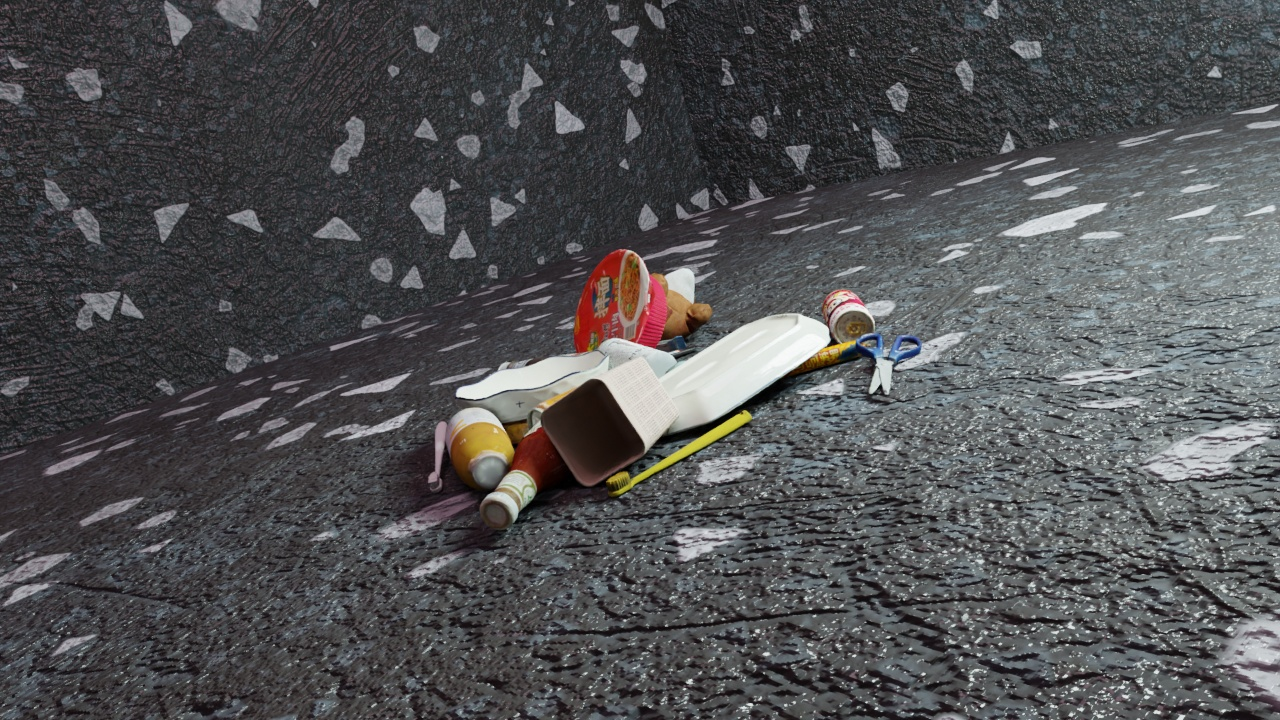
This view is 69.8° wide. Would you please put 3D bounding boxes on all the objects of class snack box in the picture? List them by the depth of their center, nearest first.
[{"bbox_3d":[-0.173,0.085,1.171,0.156,0.027,0.076,-9,13,30],"label":"snack box"}]

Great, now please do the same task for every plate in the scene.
[{"bbox_3d":[0.100,0.008,1.058,0.265,0.034,0.162,-31,15,-25],"label":"plate"},{"bbox_3d":[-0.136,0.035,1.180,0.205,0.045,0.204,-14,9,2],"label":"plate"}]

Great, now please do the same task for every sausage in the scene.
[{"bbox_3d":[0.191,0.003,1.085,0.165,0.021,0.021,-16,12,2],"label":"sausage"}]

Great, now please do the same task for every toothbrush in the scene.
[{"bbox_3d":[0.041,0.088,0.909,0.189,0.016,0.016,-25,16,-35],"label":"toothbrush"},{"bbox_3d":[-0.243,0.110,1.103,0.016,0.016,0.180,-17,22,-3],"label":"toothbrush"}]

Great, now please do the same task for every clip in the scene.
[{"bbox_3d":[0.038,-0.020,1.379,0.058,0.027,0.045,-5,24,41],"label":"clip"}]

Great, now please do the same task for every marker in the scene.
[{"bbox_3d":[0.027,0.000,1.330,0.123,0.015,0.018,-18,14,-23],"label":"marker"}]

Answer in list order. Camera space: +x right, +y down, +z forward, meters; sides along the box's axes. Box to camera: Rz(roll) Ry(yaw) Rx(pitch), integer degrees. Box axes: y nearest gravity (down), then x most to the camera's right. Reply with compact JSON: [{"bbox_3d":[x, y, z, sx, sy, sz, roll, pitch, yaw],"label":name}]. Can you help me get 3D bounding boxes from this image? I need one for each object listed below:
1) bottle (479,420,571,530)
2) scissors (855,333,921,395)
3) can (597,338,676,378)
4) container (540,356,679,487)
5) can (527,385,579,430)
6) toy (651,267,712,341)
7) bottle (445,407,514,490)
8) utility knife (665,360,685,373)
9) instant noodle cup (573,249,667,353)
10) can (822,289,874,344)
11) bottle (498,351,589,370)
[{"bbox_3d":[-0.103,0.106,0.920,0.060,0.060,0.205,-11,15,20],"label":"bottle"},{"bbox_3d":[0.256,0.002,1.003,0.173,0.012,0.125,-22,28,-40],"label":"scissors"},{"bbox_3d":[-0.007,0.007,1.212,0.058,0.058,0.147,-21,17,-22],"label":"can"},{"bbox_3d":[-0.026,0.057,0.932,0.090,0.090,0.110,-34,0,29],"label":"container"},{"bbox_3d":[-0.059,0.055,1.086,0.145,0.058,0.058,-25,15,-34],"label":"can"},{"bbox_3d":[0.045,-0.096,1.490,0.130,0.140,0.199,-54,5,2],"label":"toy"},{"bbox_3d":[-0.176,0.100,1.013,0.068,0.068,0.189,-19,13,-13],"label":"bottle"},{"bbox_3d":[0.064,0.007,1.166,0.029,0.012,0.151,-39,-12,18],"label":"utility knife"},{"bbox_3d":[-0.022,-0.065,1.375,0.065,0.193,0.194,14,-6,-33],"label":"instant noodle cup"},{"bbox_3d":[0.264,-0.054,1.171,0.053,0.053,0.132,-14,13,9],"label":"can"},{"bbox_3d":[-0.133,0.015,1.349,0.195,0.044,0.079,-5,13,40],"label":"bottle"}]
